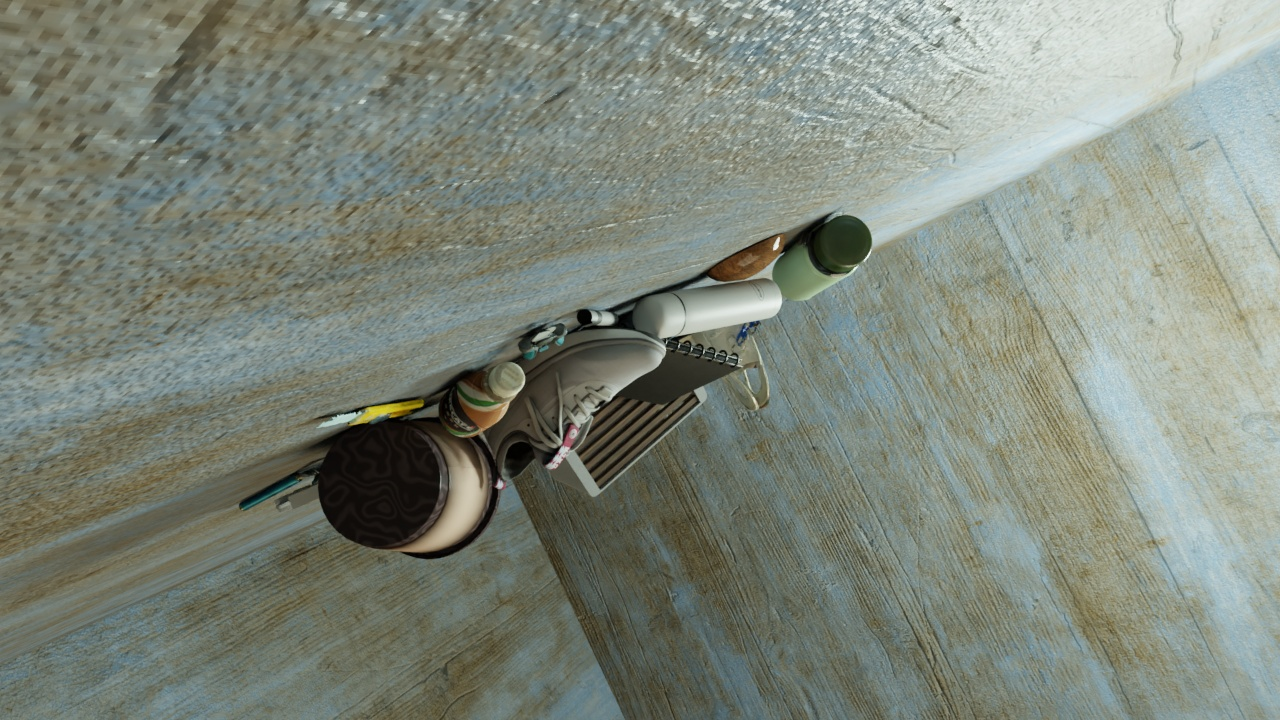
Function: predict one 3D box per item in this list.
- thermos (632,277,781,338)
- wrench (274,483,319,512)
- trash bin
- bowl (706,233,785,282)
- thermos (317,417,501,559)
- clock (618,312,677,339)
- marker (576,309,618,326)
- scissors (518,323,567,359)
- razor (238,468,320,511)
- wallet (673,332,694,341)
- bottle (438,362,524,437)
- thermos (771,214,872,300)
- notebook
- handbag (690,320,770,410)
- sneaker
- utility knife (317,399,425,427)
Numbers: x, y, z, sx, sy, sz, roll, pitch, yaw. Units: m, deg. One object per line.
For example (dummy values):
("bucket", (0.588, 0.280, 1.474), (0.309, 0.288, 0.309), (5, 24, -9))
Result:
("thermos", (0.082, -0.063, 1.100), (0.223, 0.052, 0.052), (-12, 169, -43))
("wrench", (-0.407, 0.157, 1.251), (0.087, 0.018, 0.273), (-22, -176, 13))
("trash bin", (-0.039, 0.070, 1.313), (0.228, 0.114, 0.115), (-40, -156, -21))
("bowl", (0.131, -0.115, 1.095), (0.102, 0.026, 0.114), (-26, 178, -4))
("thermos", (-0.260, 0.142, 1.042), (0.172, 0.172, 0.226), (-26, 171, -1))
("clock", (0.031, -0.049, 1.164), (0.129, 0.052, 0.090), (-25, 177, 2))
("marker", (-0.043, -0.044, 0.954), (0.016, 0.016, 0.140), (-26, 178, 9))
("scissors", (-0.100, -0.018, 0.903), (0.148, 0.019, 0.131), (-26, 178, 37))
("razor", (-0.438, 0.156, 1.126), (0.144, 0.022, 0.042), (-21, -177, 20))
("wallet", (0.045, -0.050, 1.265), (0.099, 0.031, 0.119), (-28, -163, 8))
("bottle", (-0.162, 0.037, 0.952), (0.059, 0.059, 0.168), (-24, 177, -31))
("thermos", (0.236, -0.136, 1.221), (0.082, 0.082, 0.231), (-25, 178, -7))
("notebook", (-0.007, 0.007, 1.150), (0.231, 0.019, 0.170), (13, 152, -37))
("handbag", (0.153, -0.015, 1.473), (0.093, 0.199, 0.200), (-30, 180, -2))
("sneaker", (-0.083, 0.052, 1.044), (0.264, 0.128, 0.096), (-25, 152, 23))
("utility knife", (-0.254, 0.051, 0.874), (0.030, 0.018, 0.206), (-35, 173, 8))
